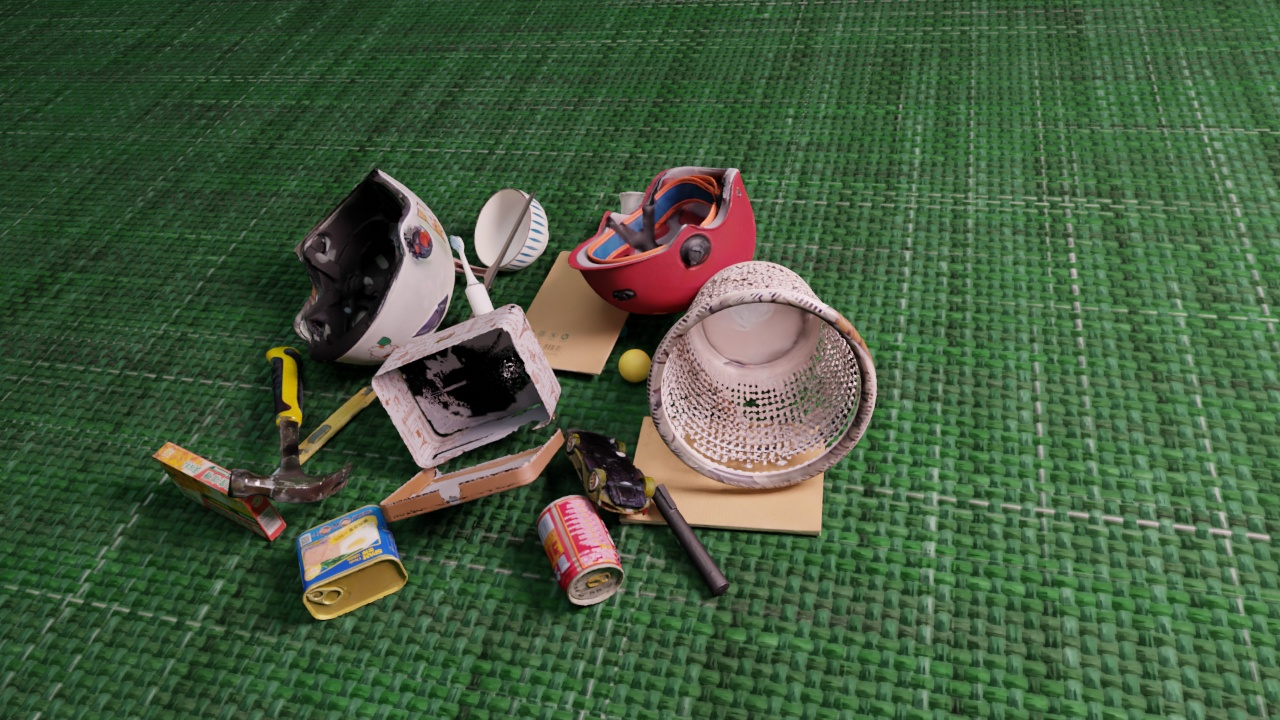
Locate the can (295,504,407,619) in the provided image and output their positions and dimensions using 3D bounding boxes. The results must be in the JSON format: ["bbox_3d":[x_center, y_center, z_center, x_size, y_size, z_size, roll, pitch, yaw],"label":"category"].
[{"bbox_3d":[-0.306,0.210,0.965,0.102,0.057,0.083,-22,43,-11],"label":"can"}]

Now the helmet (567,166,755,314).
[{"bbox_3d":[0.040,-0.129,1.132,0.239,0.144,0.207,-39,28,-18],"label":"helmet"}]

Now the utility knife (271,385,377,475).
[{"bbox_3d":[-0.393,0.097,1.127,0.031,0.021,0.206,17,56,33],"label":"utility knife"}]

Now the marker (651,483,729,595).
[{"bbox_3d":[0.049,0.181,0.934,0.020,0.022,0.132,-3,44,-39],"label":"marker"}]

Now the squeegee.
[{"bbox_3d":[-0.266,-0.137,1.299,0.250,0.040,0.247,18,80,42],"label":"squeegee"}]

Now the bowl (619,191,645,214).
[{"bbox_3d":[0.021,-0.186,1.276,0.118,0.118,0.064,12,88,21],"label":"bowl"}]

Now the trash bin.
[{"bbox_3d":[0.126,-0.007,0.993,0.227,0.228,0.191,-4,27,7],"label":"trash bin"}]

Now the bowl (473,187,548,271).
[{"bbox_3d":[-0.174,-0.180,1.302,0.117,0.066,0.116,-10,75,38],"label":"bowl"}]

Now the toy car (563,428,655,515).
[{"bbox_3d":[-0.037,0.118,0.988,0.070,0.042,0.158,13,18,-25],"label":"toy car"}]

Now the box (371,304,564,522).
[{"bbox_3d":[-0.196,0.065,0.987,0.183,0.157,0.193,-20,19,13],"label":"box"}]

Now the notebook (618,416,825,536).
[{"bbox_3d":[0.093,0.122,1.005,0.212,0.012,0.149,2,45,13],"label":"notebook"}]

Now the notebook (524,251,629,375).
[{"bbox_3d":[-0.080,-0.067,1.206,0.148,0.008,0.207,7,51,24],"label":"notebook"}]

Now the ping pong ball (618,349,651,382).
[{"bbox_3d":[-0.007,0.007,1.117,0.040,0.040,0.040,-6,45,5],"label":"ping pong ball"}]

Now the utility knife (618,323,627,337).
[{"bbox_3d":[-0.060,-0.099,1.247,0.034,0.018,0.204,-22,46,-1],"label":"utility knife"}]

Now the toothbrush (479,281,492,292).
[{"bbox_3d":[-0.205,-0.038,1.211,0.027,0.026,0.212,-18,44,8],"label":"toothbrush"}]

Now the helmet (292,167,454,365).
[{"bbox_3d":[-0.330,-0.103,1.199,0.231,0.156,0.273,-38,52,25],"label":"helmet"}]

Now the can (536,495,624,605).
[{"bbox_3d":[-0.061,0.191,0.926,0.066,0.067,0.093,-22,45,-10],"label":"can"}]

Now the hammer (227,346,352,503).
[{"bbox_3d":[-0.419,0.068,1.100,0.126,0.032,0.323,9,24,-26],"label":"hammer"}]

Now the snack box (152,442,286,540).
[{"bbox_3d":[-0.479,0.148,1.045,0.156,0.077,0.026,17,51,26],"label":"snack box"}]

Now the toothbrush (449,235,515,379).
[{"bbox_3d":[-0.203,-0.069,1.178,0.027,0.026,0.221,-31,70,19],"label":"toothbrush"}]
